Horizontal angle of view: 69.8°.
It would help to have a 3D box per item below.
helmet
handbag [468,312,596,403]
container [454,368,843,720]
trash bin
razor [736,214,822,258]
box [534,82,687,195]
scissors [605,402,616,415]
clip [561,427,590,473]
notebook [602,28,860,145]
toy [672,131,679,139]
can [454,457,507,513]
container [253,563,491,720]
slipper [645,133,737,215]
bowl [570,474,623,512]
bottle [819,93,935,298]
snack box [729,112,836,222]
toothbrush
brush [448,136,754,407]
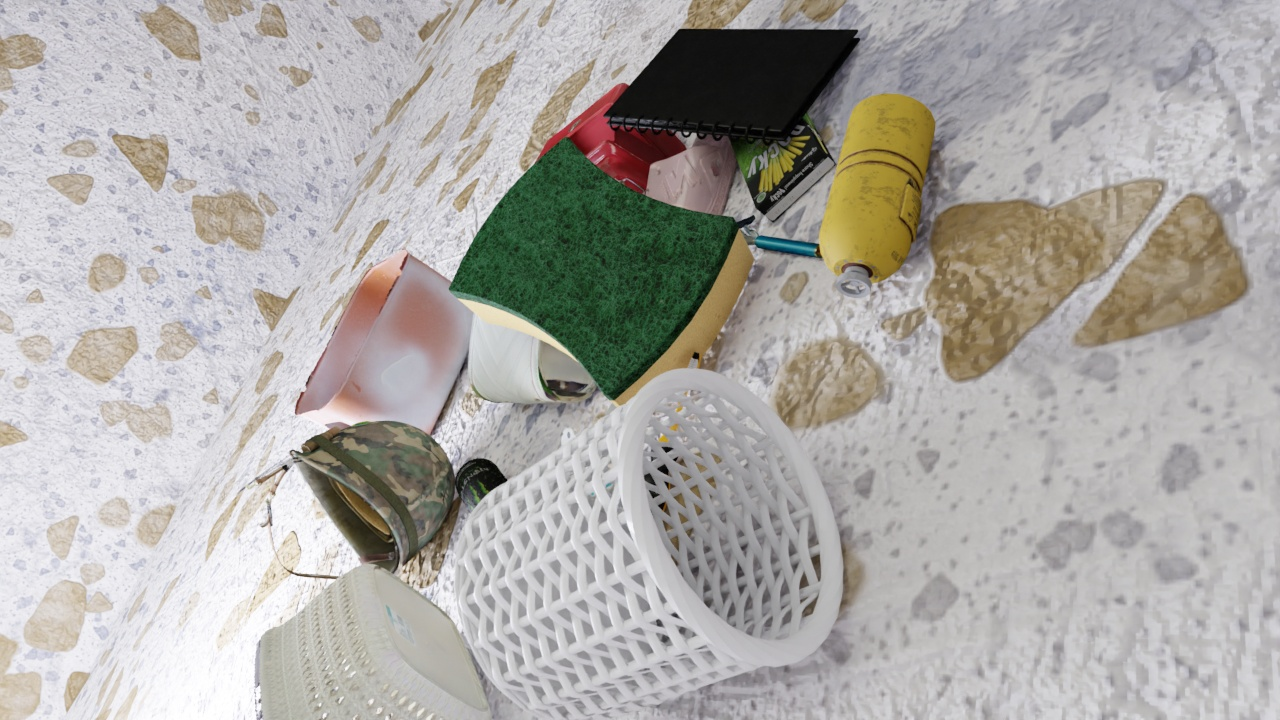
[{"bbox_3d":[-0.341,0.174,1.082,0.225,0.193,0.235,-6,28,39],"label":"helmet"},{"bbox_3d":[-0.118,-0.019,1.049,0.199,0.096,0.142,0,82,56],"label":"handbag"},{"bbox_3d":[0.003,0.129,0.614,0.187,0.189,0.188,-34,35,37],"label":"container"},{"bbox_3d":[-0.360,-0.007,1.344,0.182,0.157,0.259,-11,53,52],"label":"trash bin"},{"bbox_3d":[0.125,-0.110,0.847,0.042,0.022,0.144,-25,26,-19],"label":"razor"},{"bbox_3d":[-0.038,-0.234,1.110,0.158,0.135,0.117,-29,44,38],"label":"box"},{"bbox_3d":[-0.009,0.002,0.938,0.130,0.019,0.150,-45,32,25],"label":"scissors"},{"bbox_3d":[-0.064,0.095,0.917,0.102,0.040,0.054,-8,67,53],"label":"clip"},{"bbox_3d":[0.088,-0.293,0.966,0.232,0.019,0.168,17,60,38],"label":"notebook"},{"bbox_3d":[0.002,-0.289,1.166,0.095,0.099,0.053,-73,-8,-73],"label":"toy"},{"bbox_3d":[-0.159,0.150,0.981,0.054,0.054,0.138,-56,29,0],"label":"can"},{"bbox_3d":[-0.242,0.301,0.836,0.143,0.184,0.252,-49,28,-4],"label":"container"},{"bbox_3d":[0.054,-0.205,1.005,0.094,0.064,0.238,-7,54,54],"label":"slipper"},{"bbox_3d":[-0.083,0.158,0.806,0.144,0.074,0.143,-51,24,34],"label":"bowl"},{"bbox_3d":[0.183,-0.124,0.717,0.071,0.071,0.163,-15,49,50],"label":"bottle"},{"bbox_3d":[0.138,-0.209,0.917,0.080,0.025,0.147,-42,32,24],"label":"snack box"},{"bbox_3d":[0.021,0.080,0.796,0.031,0.031,0.196,81,-154,-66],"label":"toothbrush"},{"bbox_3d":[-0.040,-0.083,0.884,0.250,0.075,0.195,32,83,30],"label":"brush"}]
